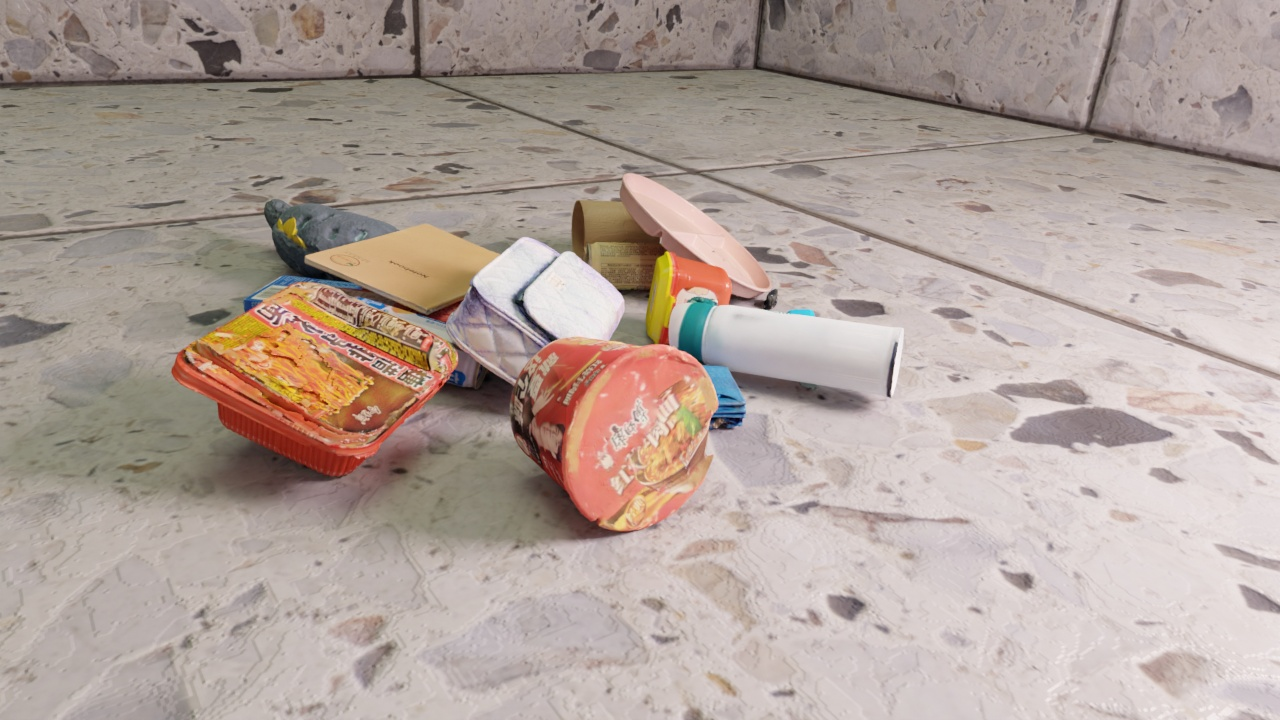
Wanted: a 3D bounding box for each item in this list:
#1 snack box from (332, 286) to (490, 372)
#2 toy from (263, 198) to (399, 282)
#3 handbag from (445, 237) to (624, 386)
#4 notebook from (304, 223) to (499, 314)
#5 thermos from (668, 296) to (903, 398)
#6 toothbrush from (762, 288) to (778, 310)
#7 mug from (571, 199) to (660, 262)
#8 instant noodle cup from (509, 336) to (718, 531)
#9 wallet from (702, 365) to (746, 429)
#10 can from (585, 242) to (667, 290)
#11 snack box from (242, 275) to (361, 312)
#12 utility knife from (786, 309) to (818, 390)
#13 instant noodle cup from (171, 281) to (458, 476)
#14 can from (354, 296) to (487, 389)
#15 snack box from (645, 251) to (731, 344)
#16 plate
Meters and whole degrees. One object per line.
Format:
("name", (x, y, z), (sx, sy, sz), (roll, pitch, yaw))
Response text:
("snack box", (-0.242, -0.033, 0.917), (0.207, 0.057, 0.058), (6, 27, 6))
("toy", (-0.357, -0.141, 1.098), (0.357, 0.091, 0.137), (17, 26, 28))
("handbag", (-0.091, -0.045, 0.869), (0.134, 0.076, 0.193), (36, 24, -6))
("notebook", (-0.224, -0.101, 0.962), (0.148, 0.008, 0.207), (22, 24, 15))
("thermos", (0.137, -0.017, 0.893), (0.224, 0.073, 0.073), (9, 25, 19))
("toothbrush", (0.129, -0.046, 1.044), (0.014, 0.018, 0.188), (19, 29, 16))
("mug", (-0.029, -0.156, 1.207), (0.103, 0.084, 0.124), (-2, 49, -16))
("instant noodle cup", (-0.028, 0.045, 0.689), (0.137, 0.138, 0.109), (-14, 22, -34))
("wallet", (0.023, 0.029, 0.839), (0.133, 0.040, 0.106), (0, 20, -5))
("can", (-0.008, -0.116, 1.129), (0.116, 0.059, 0.058), (0, 24, -8))
("snack box", (-0.338, -0.061, 1.002), (0.157, 0.026, 0.084), (7, 25, 7))
("utility knife", (0.175, -0.013, 0.975), (0.034, 0.018, 0.198), (6, 26, 4))
("instant noodle cup", (-0.254, 0.019, 0.735), (0.164, 0.079, 0.188), (25, 29, 4))
("can", (-0.209, -0.016, 0.857), (0.134, 0.053, 0.053), (17, 25, 1))
("snack box", (0.052, -0.062, 0.984), (0.080, 0.091, 0.082), (8, 23, -6))
("plate", (0.065, -0.152, 1.134), (0.229, 0.028, 0.229), (33, 21, -15))
